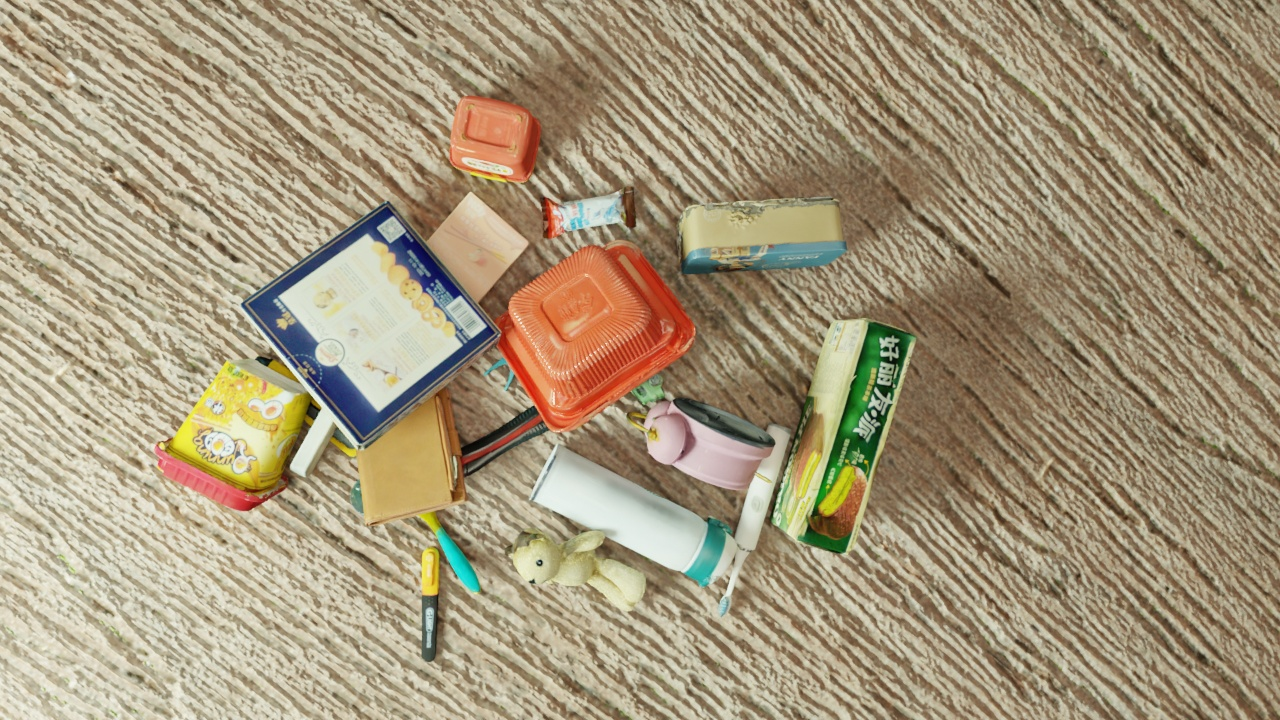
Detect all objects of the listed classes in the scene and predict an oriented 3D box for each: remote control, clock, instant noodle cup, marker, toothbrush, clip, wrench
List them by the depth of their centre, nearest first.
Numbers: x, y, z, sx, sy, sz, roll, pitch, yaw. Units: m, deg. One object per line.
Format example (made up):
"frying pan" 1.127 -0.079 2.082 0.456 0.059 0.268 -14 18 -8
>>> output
"instant noodle cup" -0.397 0.070 0.919 0.116 0.116 0.123 28 89 -5
"instant noodle cup" -0.054 -0.038 0.942 0.188 0.079 0.164 -35 63 -5
"remote control" -0.319 0.056 0.943 0.019 0.056 0.135 27 75 -9
"clock" 0.060 0.083 0.965 0.158 0.117 0.060 21 100 -8
"wrench" -0.178 0.097 0.979 0.273 0.016 0.056 -26 68 -9
"marker" -0.227 0.264 0.989 0.018 0.015 0.124 2 92 -1
"clip" -0.141 0.004 0.995 0.034 0.013 0.055 35 87 -6
"toothbrush" 0.122 0.177 1.014 0.027 0.026 0.221 17 89 21

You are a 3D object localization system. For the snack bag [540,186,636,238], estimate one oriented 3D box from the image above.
"snack bag" -0.056 -0.160 0.994 0.104 0.026 0.048 -6 103 -5

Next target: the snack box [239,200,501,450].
"snack box" -0.266 -0.036 0.919 0.182 0.046 0.178 -40 92 -17

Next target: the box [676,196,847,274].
"box" 0.133 -0.133 0.980 0.184 0.090 0.063 -2 84 -4

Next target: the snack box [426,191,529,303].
"snack box" -0.201 -0.094 0.981 0.084 0.026 0.157 41 87 -4

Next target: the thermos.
"thermos" -0.003 0.166 0.984 0.224 0.073 0.073 27 88 -5

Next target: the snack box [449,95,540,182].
"snack box" -0.153 -0.235 0.957 0.091 0.080 0.082 11 89 -5

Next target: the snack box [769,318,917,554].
"snack box" 0.212 0.076 0.977 0.063 0.114 0.240 17 89 -6

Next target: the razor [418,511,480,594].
"razor" -0.209 0.193 0.982 0.043 0.028 0.132 -34 88 -16

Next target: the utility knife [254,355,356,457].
"utility knife" -0.337 0.060 0.976 0.190 0.015 0.033 39 90 -5

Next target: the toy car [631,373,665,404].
"toy car" -0.006 0.006 0.992 0.036 0.043 0.091 -31 93 -4

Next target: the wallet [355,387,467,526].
"wallet" -0.242 0.097 0.956 0.108 0.031 0.131 -14 68 -4

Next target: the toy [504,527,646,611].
"toy" -0.065 0.222 0.968 0.157 0.105 0.066 28 46 -23
